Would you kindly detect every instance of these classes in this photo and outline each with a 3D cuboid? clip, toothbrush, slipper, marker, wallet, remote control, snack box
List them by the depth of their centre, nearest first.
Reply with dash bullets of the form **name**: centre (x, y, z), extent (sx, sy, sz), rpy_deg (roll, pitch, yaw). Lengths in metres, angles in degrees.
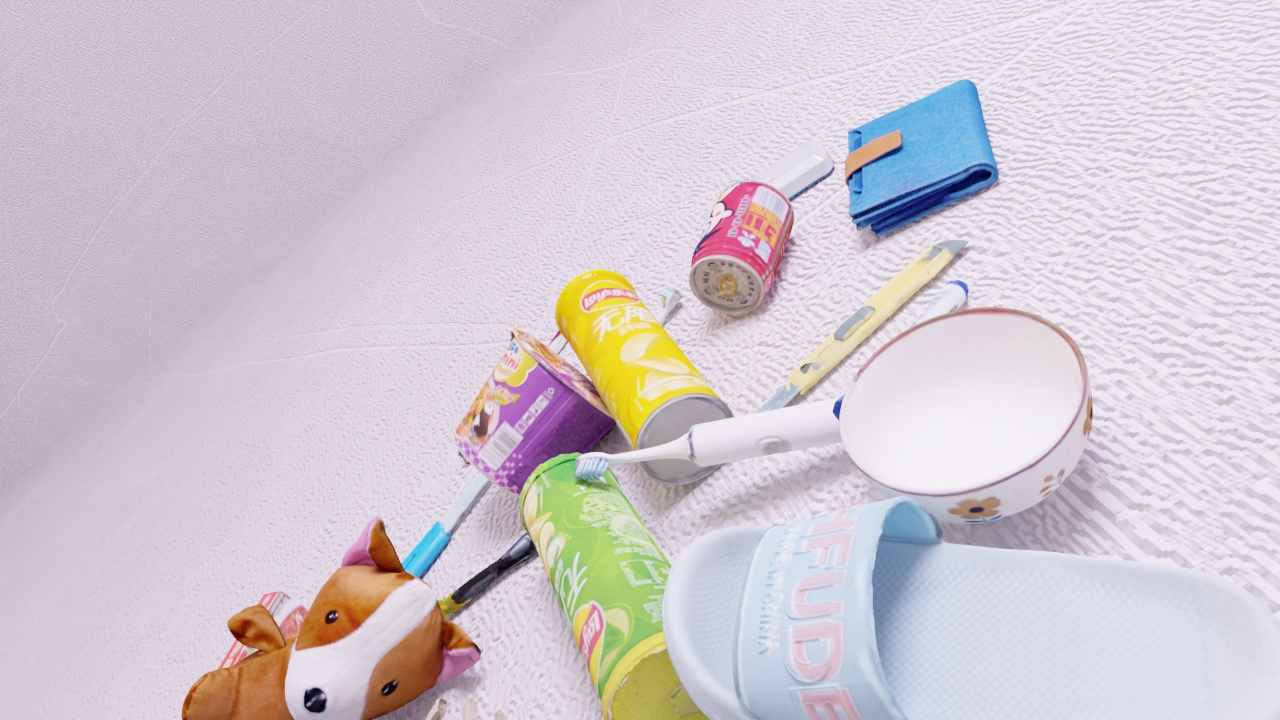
- **slipper**: centre (0.112, 0.105, 0.364), extent (0.246, 0.074, 0.103), rpy_deg (-3, 45, 32)
- **marker**: centre (0.152, -0.008, 0.524), extent (0.017, 0.017, 0.145), rpy_deg (-7, 25, 48)
- **clip**: centre (-0.103, 0.244, 0.528), extent (0.081, 0.034, 0.104), rpy_deg (-30, 35, 24)
- **toothbrush**: centre (0.060, 0.045, 0.542), extent (0.221, 0.027, 0.026), rpy_deg (-12, 34, 20)
- **wallet**: centre (0.206, -0.155, 0.689), extent (0.107, 0.040, 0.132), rpy_deg (-21, 33, 28)
- **snack box**: centre (-0.295, 0.263, 0.707), extent (0.026, 0.075, 0.152), rpy_deg (-19, 35, 36)
- **toothbrush**: centre (-0.030, 0.011, 0.779), extent (0.189, 0.020, 0.029), rpy_deg (-49, 2, -9)
- **remote control**: centre (0.112, -0.152, 0.819), extent (0.125, 0.024, 0.049), rpy_deg (-34, 28, 18)
- **toothbrush**: centre (-0.112, 0.020, 0.874), extent (0.016, 0.017, 0.187), rpy_deg (7, 55, 55)

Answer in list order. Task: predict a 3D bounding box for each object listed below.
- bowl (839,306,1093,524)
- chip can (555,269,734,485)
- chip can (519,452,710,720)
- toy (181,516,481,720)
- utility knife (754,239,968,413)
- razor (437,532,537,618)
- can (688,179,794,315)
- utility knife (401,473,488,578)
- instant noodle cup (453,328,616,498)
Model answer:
- **bowl**: centre (0.161, 0.035, 0.442), extent (0.114, 0.062, 0.113), rpy_deg (-25, 35, 19)
- **chip can**: centre (-0.004, 0.004, 0.674), extent (0.072, 0.072, 0.213), rpy_deg (-41, 33, 4)
- **chip can**: centre (-0.017, 0.128, 0.537), extent (0.072, 0.072, 0.221), rpy_deg (-43, 27, 0)
- **toy**: centre (-0.210, 0.210, 0.620), extent (0.200, 0.140, 0.130), rpy_deg (-38, 4, 9)
- **utility knife**: centre (0.138, -0.014, 0.605), extent (0.195, 0.020, 0.031), rpy_deg (-47, 21, 1)
- **razor**: centre (-0.128, 0.169, 0.680), extent (0.143, 0.022, 0.042), rpy_deg (-36, 62, 4)
- **can**: centre (0.080, -0.089, 0.725), extent (0.067, 0.066, 0.093), rpy_deg (-16, 37, 40)
- **utility knife**: centre (-0.188, 0.170, 0.763), extent (0.206, 0.018, 0.034), rpy_deg (-52, 28, -20)
- **instant noodle cup**: centre (-0.084, 0.047, 0.714), extent (0.099, 0.111, 0.111), rpy_deg (-51, 27, 4)
